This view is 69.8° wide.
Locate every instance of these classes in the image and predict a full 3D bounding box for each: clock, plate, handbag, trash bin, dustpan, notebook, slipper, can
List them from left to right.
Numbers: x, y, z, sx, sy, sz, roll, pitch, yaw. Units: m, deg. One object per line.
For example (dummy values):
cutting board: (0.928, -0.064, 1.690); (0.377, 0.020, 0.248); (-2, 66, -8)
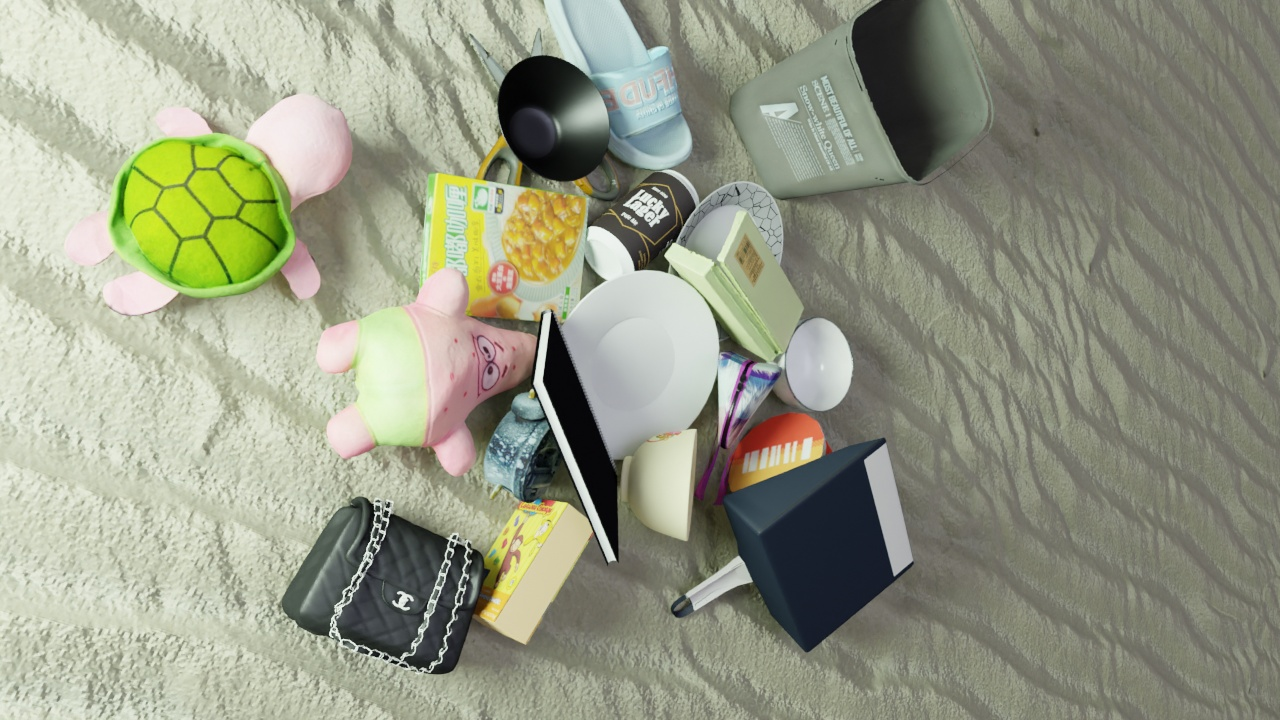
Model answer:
handbag: (-0.209, 0.196, 0.799); (0.153, 0.115, 0.125); (31, 68, -25)
clock: (-0.104, 0.076, 0.886); (0.129, 0.052, 0.090); (-67, 164, 0)
notebook: (-0.058, 0.070, 0.877); (0.016, 0.148, 0.207); (-16, 117, 6)
slipper: (-0.019, -0.316, 0.979); (0.103, 0.074, 0.245); (-37, 106, -29)
plate: (-0.006, 0.006, 0.981); (0.208, 0.015, 0.209); (-10, 111, -28)
can: (0.001, -0.144, 0.984); (0.128, 0.072, 0.072); (-45, 111, -28)
plate: (0.094, -0.112, 1.048); (0.188, 0.016, 0.189); (-22, 124, -36)
handbag: (0.100, 0.080, 1.027); (0.068, 0.144, 0.170); (18, 97, 11)
dustpan: (0.163, 0.221, 1.026); (0.272, 0.080, 0.236); (-35, 130, -13)
trash bin: (0.244, -0.298, 1.068); (0.197, 0.221, 0.197); (-38, 108, -30)

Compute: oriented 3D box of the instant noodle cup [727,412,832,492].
instant noodle cup: (0.187, 0.147, 1.074); (0.121, 0.124, 0.123); (47, 63, -31)

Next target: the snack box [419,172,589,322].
snack box: (-0.132, -0.107, 0.908); (0.167, 0.027, 0.132); (3, 97, -34)

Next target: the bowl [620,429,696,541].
bowl: (0.018, 0.129, 0.974); (0.074, 0.118, 0.118); (4, 83, 6)

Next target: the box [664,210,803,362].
box: (0.103, -0.075, 1.013); (0.188, 0.083, 0.091); (50, 56, -47)

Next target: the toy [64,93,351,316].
toy: (-0.336, -0.128, 0.746); (0.237, 0.088, 0.190); (-39, 96, -24)

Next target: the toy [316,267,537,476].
toy: (-0.177, 0.010, 0.846); (0.236, 0.097, 0.192); (-13, 104, -45)

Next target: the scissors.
scissors: (-0.116, -0.227, 0.943); (0.225, 0.016, 0.224); (48, 64, -23)

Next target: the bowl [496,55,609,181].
bowl: (-0.097, -0.233, 0.914); (0.123, 0.053, 0.124); (3, 84, -33)

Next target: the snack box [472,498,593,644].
snack box: (-0.111, 0.197, 0.880); (0.040, 0.088, 0.125); (43, 65, -25)

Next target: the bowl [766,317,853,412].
bowl: (0.197, 0.006, 1.115); (0.113, 0.063, 0.113); (2, 87, -34)
